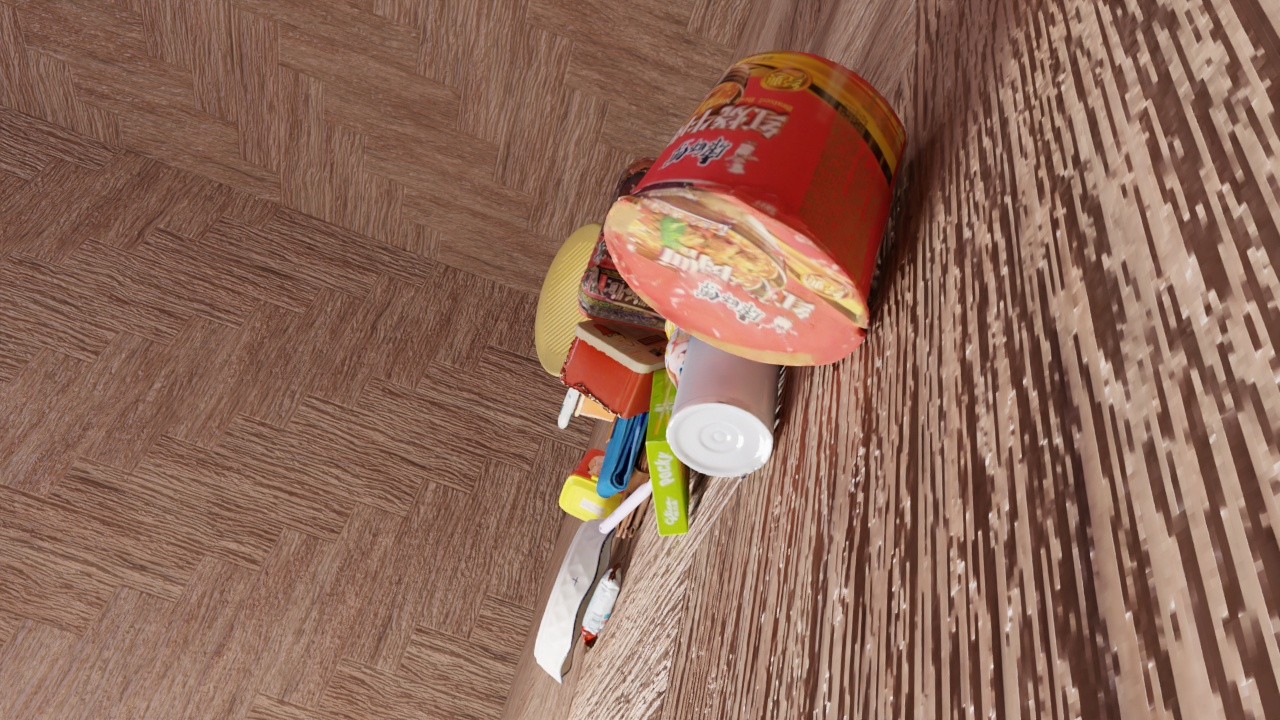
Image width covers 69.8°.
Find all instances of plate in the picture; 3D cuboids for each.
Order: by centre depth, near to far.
[{"bbox_3d":[-0.078,0.284,1.116,0.205,0.045,0.205,20,-92,-85],"label":"plate"}]

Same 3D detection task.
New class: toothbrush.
[{"bbox_3d":[-0.005,0.143,0.965,0.190,0.021,0.029,127,141,-49],"label":"toothbrush"},{"bbox_3d":[-0.071,0.004,1.170,0.018,0.016,0.192,-52,-16,-68],"label":"toothbrush"}]

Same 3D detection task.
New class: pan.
[{"bbox_3d":[-0.005,-0.095,1.052,0.359,0.078,0.197,-33,51,48],"label":"pan"}]

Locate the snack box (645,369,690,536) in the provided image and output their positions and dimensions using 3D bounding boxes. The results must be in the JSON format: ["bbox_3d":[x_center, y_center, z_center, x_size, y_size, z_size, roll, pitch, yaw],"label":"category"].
[{"bbox_3d":[0.025,0.072,0.777,0.156,0.026,0.086,-79,-18,-70],"label":"snack box"}]

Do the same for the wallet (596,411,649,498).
[{"bbox_3d":[-0.022,0.103,1.055,0.133,0.040,0.106,130,158,-75],"label":"wallet"}]

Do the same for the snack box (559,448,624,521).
[{"bbox_3d":[-0.050,0.168,1.216,0.079,0.091,0.082,-63,-3,-49],"label":"snack box"}]

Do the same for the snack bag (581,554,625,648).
[{"bbox_3d":[-0.041,0.265,1.013,0.045,0.026,0.105,-32,-36,-72],"label":"snack bag"}]

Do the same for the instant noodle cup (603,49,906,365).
[{"bbox_3d":[0.066,-0.078,0.466,0.108,0.138,0.138,-62,0,-23],"label":"instant noodle cup"}]

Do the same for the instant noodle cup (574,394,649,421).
[{"bbox_3d":[-0.009,0.018,1.184,0.151,0.111,0.151,-164,94,-87],"label":"instant noodle cup"}]

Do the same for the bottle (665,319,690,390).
[{"bbox_3d":[0.051,0.003,0.748,0.063,0.063,0.108,115,160,-56],"label":"bottle"}]

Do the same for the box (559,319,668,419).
[{"bbox_3d":[-0.005,0.006,0.917,0.168,0.091,0.079,-16,-47,-61],"label":"box"}]

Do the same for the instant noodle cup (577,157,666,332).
[{"bbox_3d":[0.040,-0.103,0.894,0.079,0.165,0.188,59,-134,-63],"label":"instant noodle cup"}]

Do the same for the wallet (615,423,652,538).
[{"bbox_3d":[0.002,0.134,1.063,0.107,0.031,0.132,-94,22,-84],"label":"wallet"}]

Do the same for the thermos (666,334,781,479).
[{"bbox_3d":[0.066,-0.021,0.621,0.219,0.070,0.070,-74,5,-48],"label":"thermos"}]
